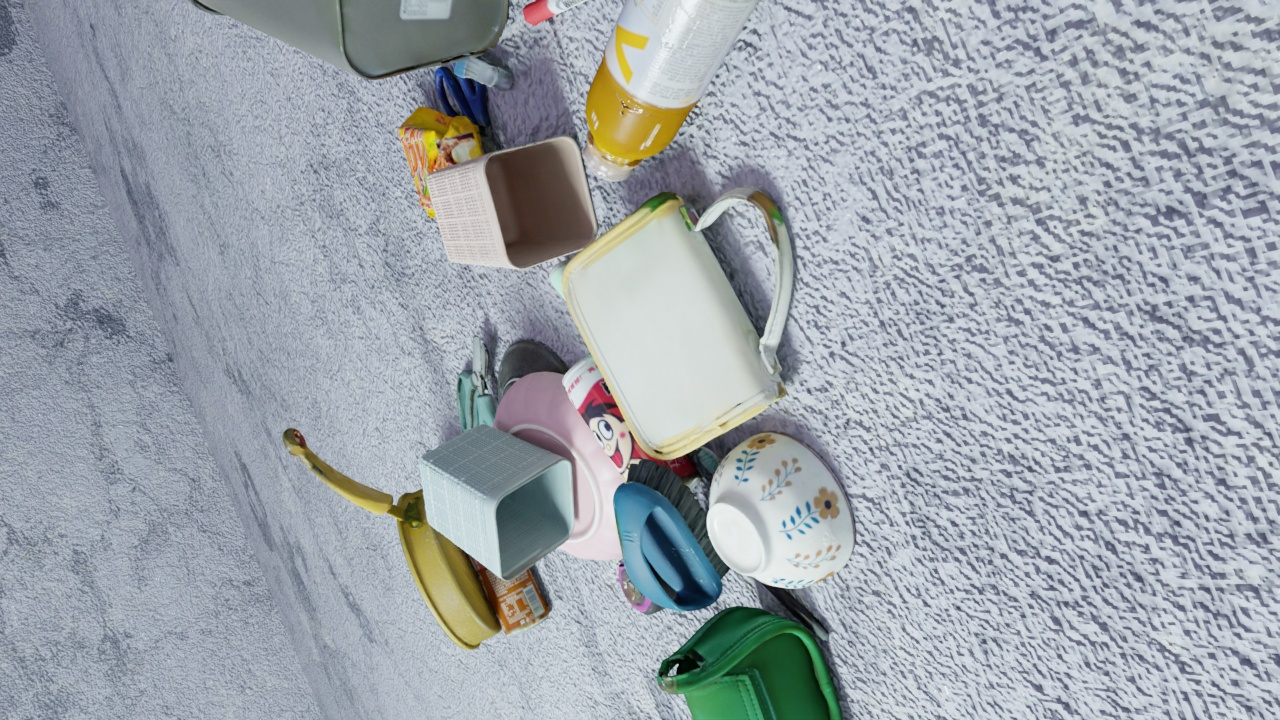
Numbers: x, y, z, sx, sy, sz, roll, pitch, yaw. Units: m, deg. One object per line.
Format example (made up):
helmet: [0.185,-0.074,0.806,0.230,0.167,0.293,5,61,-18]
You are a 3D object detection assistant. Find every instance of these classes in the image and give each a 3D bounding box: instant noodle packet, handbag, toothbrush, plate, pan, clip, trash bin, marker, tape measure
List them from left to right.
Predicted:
trash bin: [-0.228,-0.337,0.711,0.220,0.198,0.199,37,138,27]
pan: [-0.263,0.187,1.023,0.358,0.078,0.197,64,179,-36]
instant noodle packet: [-0.179,-0.174,0.846,0.128,0.044,0.111,28,135,50]
clip: [-0.132,-0.242,0.767,0.057,0.032,0.025,32,111,31]
plate: [-0.098,0.068,0.905,0.179,0.024,0.180,32,133,41]
plate: [-0.073,0.105,0.843,0.193,0.038,0.193,20,124,32]
marker: [-0.039,-0.259,0.639,0.145,0.017,0.017,5,113,53]
toothbrush: [-0.004,0.004,0.736,0.026,0.027,0.224,-42,69,11]
tape measure: [0.006,0.199,0.826,0.057,0.039,0.058,53,144,20]
handbag: [0.044,-0.034,0.633,0.179,0.063,0.163,-33,82,41]
toothbrush: [0.079,0.157,0.724,0.181,0.018,0.016,39,141,33]
handbag: [0.082,0.260,0.687,0.068,0.120,0.131,-8,105,61]

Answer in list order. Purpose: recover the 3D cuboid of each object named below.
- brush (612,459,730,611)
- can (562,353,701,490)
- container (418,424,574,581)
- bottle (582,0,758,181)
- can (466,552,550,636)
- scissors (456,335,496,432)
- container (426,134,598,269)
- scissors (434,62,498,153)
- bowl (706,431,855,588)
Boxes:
brush: [0.020,0.141,0.682,0.055,0.073,0.144,3,137,35]
can: [-0.009,0.057,0.750,0.132,0.053,0.053,55,144,17]
container: [-0.130,0.119,0.810,0.111,0.089,0.090,21,125,35]
bottle: [0.011,-0.184,0.567,0.068,0.067,0.190,57,145,15]
can: [-0.160,0.241,1.061,0.058,0.057,0.147,-33,82,56]
scissors: [-0.179,0.031,0.990,0.143,0.019,0.180,45,143,45]
container: [-0.108,-0.125,0.744,0.111,0.090,0.090,6,114,51]
scissors: [-0.132,-0.202,0.806,0.172,0.012,0.133,45,140,26]
bowl: [0.087,0.114,0.646,0.113,0.062,0.114,31,133,39]
